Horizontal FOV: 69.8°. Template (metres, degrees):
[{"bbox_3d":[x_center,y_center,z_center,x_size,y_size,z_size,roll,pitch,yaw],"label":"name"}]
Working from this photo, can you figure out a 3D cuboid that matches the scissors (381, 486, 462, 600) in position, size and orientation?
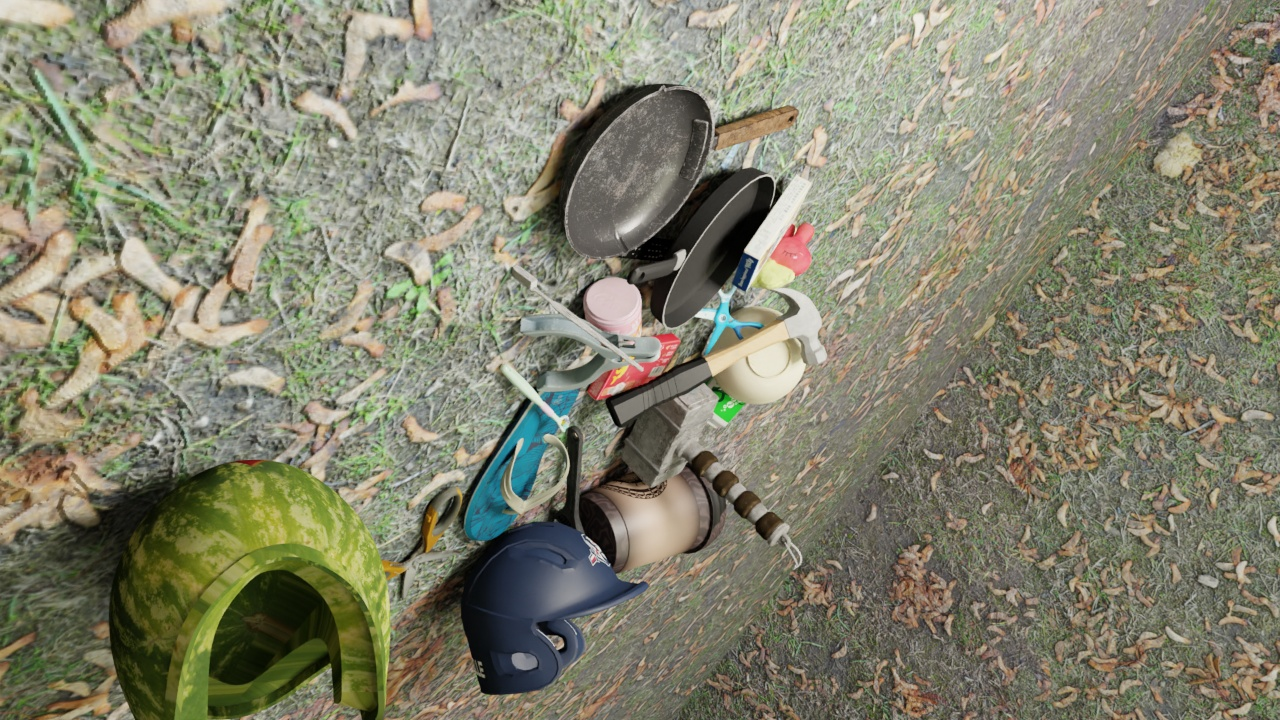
[{"bbox_3d":[-0.299,0.250,1.170,0.229,0.016,0.226,-18,144,-47],"label":"scissors"}]

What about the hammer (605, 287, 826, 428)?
[{"bbox_3d":[0.105,0.002,1.271,0.327,0.039,0.131,-26,106,-14],"label":"hammer"}]

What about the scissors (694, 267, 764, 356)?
[{"bbox_3d":[0.126,-0.063,1.296,0.140,0.011,0.134,23,96,-22],"label":"scissors"}]

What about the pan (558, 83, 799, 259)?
[{"bbox_3d":[0.048,-0.226,0.983,0.355,0.040,0.208,-29,150,-35],"label":"pan"}]

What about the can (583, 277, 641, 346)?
[{"bbox_3d":[-0.032,-0.051,1.080,0.067,0.067,0.076,-37,155,-20],"label":"can"}]

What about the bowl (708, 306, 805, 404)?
[{"bbox_3d":[0.183,-0.008,1.365,0.150,0.151,0.075,-44,-173,-5],"label":"bowl"}]

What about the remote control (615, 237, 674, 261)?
[{"bbox_3d":[0.007,-0.133,1.089,0.139,0.009,0.030,-4,132,-56],"label":"remote control"}]

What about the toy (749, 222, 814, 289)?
[{"bbox_3d":[0.194,-0.146,1.275,0.134,0.092,0.045,-50,141,-28],"label":"toy"}]

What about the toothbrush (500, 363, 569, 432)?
[{"bbox_3d":[-0.125,0.045,1.099,0.155,0.015,0.022,51,46,-50],"label":"toothbrush"}]

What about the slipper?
[{"bbox_3d":[-0.149,0.144,1.199,0.118,0.060,0.296,-5,132,-50],"label":"slipper"}]

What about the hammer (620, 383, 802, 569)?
[{"bbox_3d":[0.119,0.174,1.344,0.079,0.326,0.177,-21,145,-43],"label":"hammer"}]

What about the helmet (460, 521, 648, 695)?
[{"bbox_3d":[-0.124,0.341,1.319,0.272,0.223,0.232,-9,169,4],"label":"helmet"}]

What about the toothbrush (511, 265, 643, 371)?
[{"bbox_3d":[-0.064,-0.043,0.905,0.010,0.181,0.010,-32,149,-40],"label":"toothbrush"}]

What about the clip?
[{"bbox_3d":[-0.080,-0.004,1.061,0.164,0.032,0.166,22,142,-34],"label":"clip"}]

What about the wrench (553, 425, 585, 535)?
[{"bbox_3d":[-0.099,0.194,1.355,0.018,0.073,0.274,-30,144,-32],"label":"wrench"}]

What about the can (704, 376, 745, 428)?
[{"bbox_3d":[0.140,0.032,1.452,0.140,0.088,0.087,-49,155,6],"label":"can"}]

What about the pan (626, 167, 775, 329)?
[{"bbox_3d":[0.060,-0.126,1.078,0.226,0.034,0.355,-60,163,24],"label":"pan"}]

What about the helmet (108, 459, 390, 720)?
[{"bbox_3d":[-0.334,0.207,0.788,0.212,0.248,0.243,-4,93,-33],"label":"helmet"}]

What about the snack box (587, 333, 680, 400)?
[{"bbox_3d":[-0.007,0.007,1.260,0.132,0.021,0.089,-10,136,-52],"label":"snack box"}]

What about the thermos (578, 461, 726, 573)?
[{"bbox_3d":[0.004,0.254,1.491,0.225,0.172,0.173,-13,139,-41],"label":"thermos"}]

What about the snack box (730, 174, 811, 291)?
[{"bbox_3d":[0.172,-0.168,1.213,0.149,0.026,0.082,-55,172,-25],"label":"snack box"}]
